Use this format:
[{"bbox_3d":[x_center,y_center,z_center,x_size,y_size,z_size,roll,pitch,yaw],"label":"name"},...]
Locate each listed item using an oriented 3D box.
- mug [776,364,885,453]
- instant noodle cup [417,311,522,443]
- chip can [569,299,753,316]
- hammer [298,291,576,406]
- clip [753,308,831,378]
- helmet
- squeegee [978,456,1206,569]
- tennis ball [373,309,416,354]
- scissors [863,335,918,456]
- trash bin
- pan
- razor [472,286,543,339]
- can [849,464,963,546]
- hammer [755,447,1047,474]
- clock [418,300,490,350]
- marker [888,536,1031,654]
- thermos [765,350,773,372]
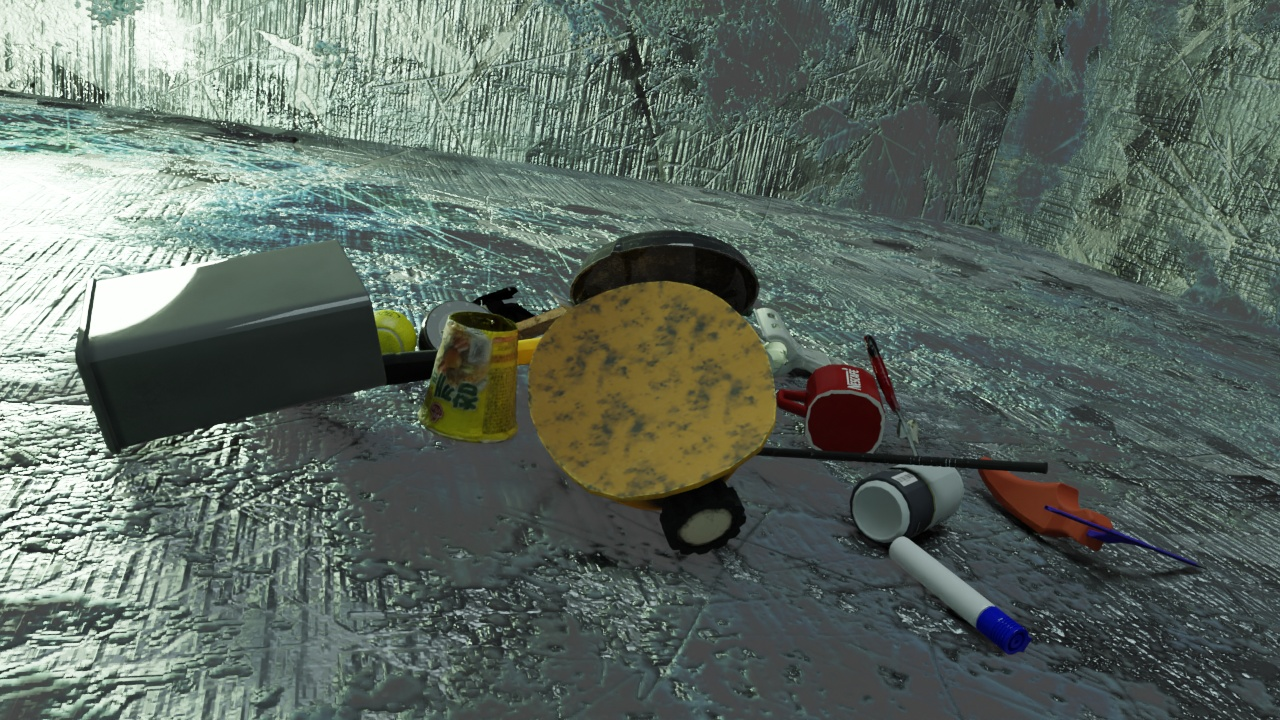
[{"bbox_3d":[0.211,0.054,1.029,0.116,0.080,0.096,6,17,8],"label":"mug"},{"bbox_3d":[-0.159,0.014,0.887,0.102,0.108,0.102,10,16,-3],"label":"instant noodle cup"},{"bbox_3d":[0.025,-0.064,1.112,0.223,0.075,0.075,-13,16,10],"label":"chip can"},{"bbox_3d":[-0.188,0.001,0.938,0.323,0.127,0.029,-8,34,-28],"label":"hammer"},{"bbox_3d":[0.192,-0.024,1.258,0.151,0.110,0.126,0,21,1],"label":"clip"},{"bbox_3d":[0.017,0.056,0.815,0.205,0.131,0.255,-20,44,-4],"label":"helmet"},{"bbox_3d":[0.403,0.144,0.903,0.249,0.055,0.185,21,11,-30],"label":"squeegee"},{"bbox_3d":[-0.278,-0.023,1.000,0.065,0.065,0.065,10,18,-3],"label":"tennis ball"},{"bbox_3d":[0.300,0.064,1.052,0.179,0.015,0.198,40,30,-51],"label":"scissors"},{"bbox_3d":[-0.359,-0.024,0.814,0.219,0.098,0.192,-14,29,-21],"label":"trash bin"},{"bbox_3d":[-0.041,-0.066,1.023,0.358,0.040,0.207,-14,-27,27],"label":"pan"},{"bbox_3d":[-0.141,-0.039,1.155,0.156,0.060,0.057,41,17,21],"label":"razor"},{"bbox_3d":[0.251,0.127,0.851,0.064,0.064,0.127,26,23,38],"label":"can"},{"bbox_3d":[0.205,0.089,0.857,0.326,0.015,0.094,0,8,32],"label":"hammer"},{"bbox_3d":[-0.200,-0.016,1.024,0.091,0.044,0.122,-4,60,-25],"label":"clock"},{"bbox_3d":[0.253,0.187,0.740,0.027,0.023,0.133,25,8,-33],"label":"marker"},{"bbox_3d":[0.084,-0.025,1.212,0.067,0.068,0.230,0,22,-30],"label":"thermos"}]
